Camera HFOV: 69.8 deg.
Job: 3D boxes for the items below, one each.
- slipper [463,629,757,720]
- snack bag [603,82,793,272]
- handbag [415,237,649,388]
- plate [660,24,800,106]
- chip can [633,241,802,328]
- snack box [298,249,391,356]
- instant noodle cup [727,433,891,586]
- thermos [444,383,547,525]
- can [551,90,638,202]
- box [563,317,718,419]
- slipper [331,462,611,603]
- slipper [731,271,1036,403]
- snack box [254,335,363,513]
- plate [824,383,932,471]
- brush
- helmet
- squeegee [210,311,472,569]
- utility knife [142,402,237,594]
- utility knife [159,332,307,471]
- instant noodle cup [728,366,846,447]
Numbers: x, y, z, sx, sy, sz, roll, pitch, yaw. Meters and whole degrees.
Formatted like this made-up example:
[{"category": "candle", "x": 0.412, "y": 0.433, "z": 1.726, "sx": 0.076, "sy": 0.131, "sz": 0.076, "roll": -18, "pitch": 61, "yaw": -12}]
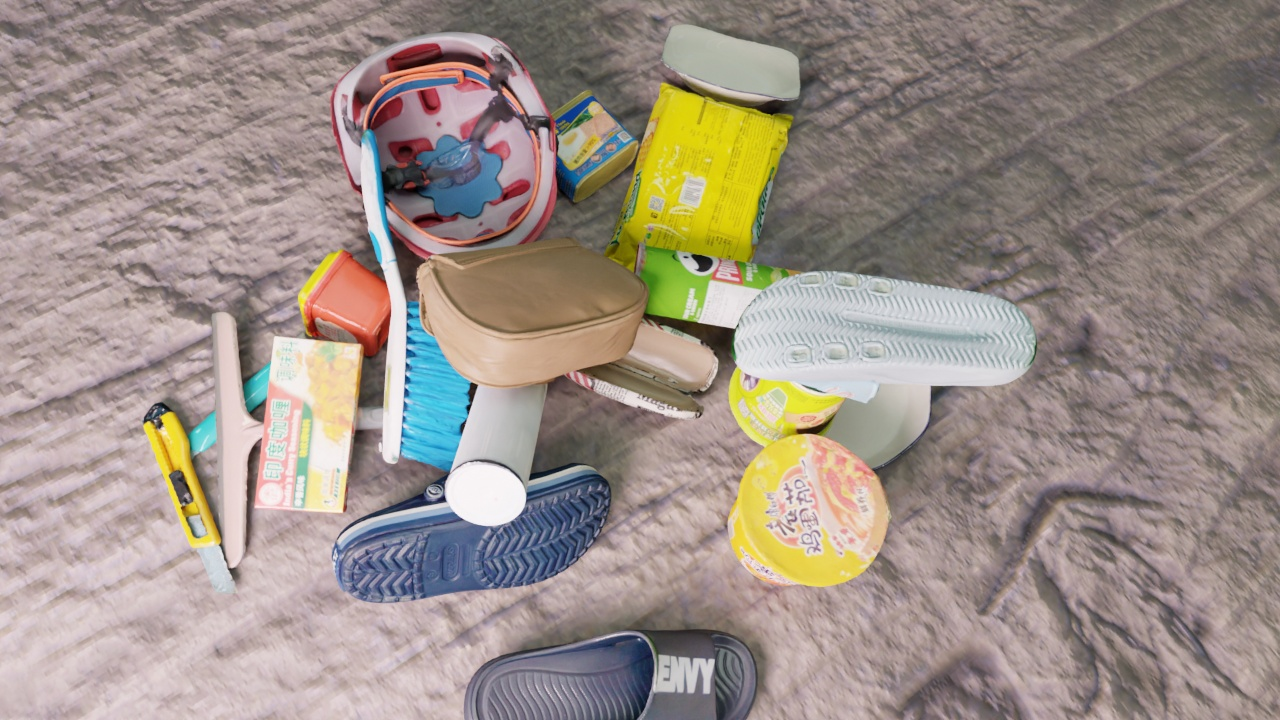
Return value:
[{"category": "slipper", "x": -0.015, "y": 0.289, "z": 0.793, "sx": 0.268, "sy": 0.083, "sz": 0.110, "roll": 0, "pitch": 64, "yaw": -16}, {"category": "snack bag", "x": 0.063, "y": -0.179, "z": 0.996, "sx": 0.158, "sy": 0.068, "sz": 0.246, "roll": 17, "pitch": 77, "yaw": -1}, {"category": "handbag", "x": -0.098, "y": -0.044, "z": 0.835, "sx": 0.204, "sy": 0.100, "sz": 0.148, "roll": -14, "pitch": 48, "yaw": -42}, {"category": "plate", "x": 0.104, "y": -0.336, "z": 1.069, "sx": 0.163, "sy": 0.034, "sz": 0.163, "roll": 14, "pitch": 38, "yaw": -1}, {"category": "chip can", "x": 0.108, "y": -0.063, "z": 0.921, "sx": 0.236, "sy": 0.072, "sz": 0.072, "roll": 10, "pitch": 68, "yaw": -3}, {"category": "snack box", "x": -0.283, "y": -0.051, "z": 0.901, "sx": 0.080, "sy": 0.091, "sz": 0.081, "roll": 31, "pitch": 68, "yaw": -3}, {"category": "instant noodle cup", "x": 0.148, "y": 0.152, "z": 0.869, "sx": 0.138, "sy": 0.110, "sz": 0.137, "roll": 3, "pitch": 68, "yaw": -7}, {"category": "thermos", "x": -0.122, "y": 0.053, "z": 0.839, "sx": 0.073, "sy": 0.073, "sz": 0.223, "roll": 10, "pitch": 31, "yaw": -4}, {"category": "can", "x": -0.065, "y": -0.236, "z": 1.021, "sx": 0.102, "sy": 0.057, "sz": 0.083, "roll": -40, "pitch": 82, "yaw": -20}, {"category": "box", "x": -0.006, "y": 0.006, "z": 0.922, "sx": 0.162, "sy": 0.076, "sz": 0.086, "roll": 21, "pitch": 37, "yaw": -2}, {"category": "slipper", "x": -0.153, "y": 0.151, "z": 0.840, "sx": 0.252, "sy": 0.105, "sz": 0.095, "roll": -12, "pitch": 38, "yaw": -22}, {"category": "slipper", "x": 0.201, "y": -0.015, "z": 0.776, "sx": 0.245, "sy": 0.074, "sz": 0.103, "roll": 4, "pitch": 59, "yaw": 10}, {"category": "snack box", "x": -0.301, "y": 0.059, "z": 0.837, "sx": 0.077, "sy": 0.027, "sz": 0.155, "roll": 5, "pitch": 84, "yaw": -10}, {"category": "plate", "x": 0.202, "y": 0.024, "z": 0.962, "sx": 0.205, "sy": 0.046, "sz": 0.204, "roll": 3, "pitch": 68, "yaw": -8}, {"category": "brush", "x": -0.212, "y": -0.054, "z": 0.856, "sx": 0.109, "sy": 0.061, "sz": 0.314, "roll": 4, "pitch": 86, "yaw": -22}, {"category": "helmet", "x": -0.189, "y": -0.203, "z": 0.946, "sx": 0.207, "sy": 0.144, "sz": 0.240, "roll": -23, "pitch": 92, "yaw": -8}, {"category": "squeegee", "x": -0.278, "y": 0.057, "z": 0.878, "sx": 0.249, "sy": 0.040, "sz": 0.247, "roll": -5, "pitch": 76, "yaw": -14}, {"category": "utility knife", "x": -0.414, "y": 0.126, "z": 0.844, "sx": 0.033, "sy": 0.015, "sz": 0.202, "roll": -29, "pitch": 75, "yaw": -3}, {"category": "utility knife", "x": -0.389, "y": 0.043, "z": 0.889, "sx": 0.029, "sy": 0.013, "sz": 0.182, "roll": 41, "pitch": 72, "yaw": 11}, {"category": "instant noodle cup", "x": 0.151, "y": 0.016, "z": 0.866, "sx": 0.111, "sy": 0.124, "sz": 0.111, "roll": 3, "pitch": 69, "yaw": -7}]
